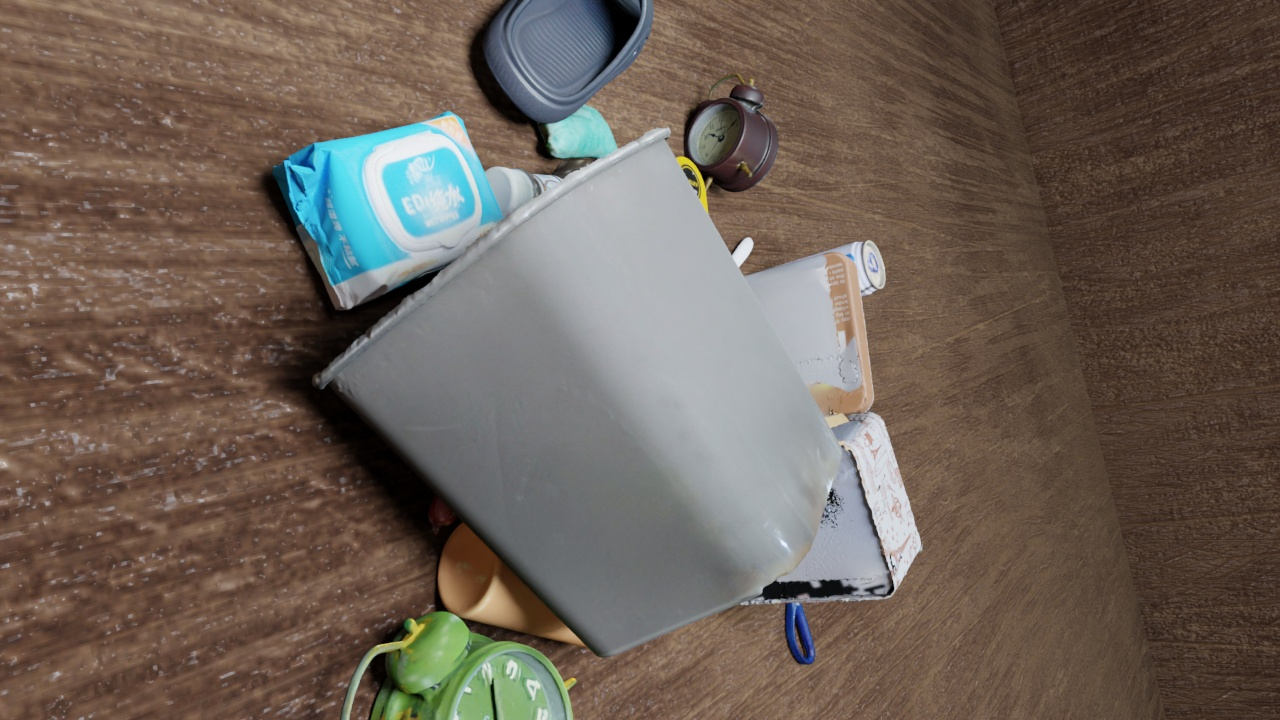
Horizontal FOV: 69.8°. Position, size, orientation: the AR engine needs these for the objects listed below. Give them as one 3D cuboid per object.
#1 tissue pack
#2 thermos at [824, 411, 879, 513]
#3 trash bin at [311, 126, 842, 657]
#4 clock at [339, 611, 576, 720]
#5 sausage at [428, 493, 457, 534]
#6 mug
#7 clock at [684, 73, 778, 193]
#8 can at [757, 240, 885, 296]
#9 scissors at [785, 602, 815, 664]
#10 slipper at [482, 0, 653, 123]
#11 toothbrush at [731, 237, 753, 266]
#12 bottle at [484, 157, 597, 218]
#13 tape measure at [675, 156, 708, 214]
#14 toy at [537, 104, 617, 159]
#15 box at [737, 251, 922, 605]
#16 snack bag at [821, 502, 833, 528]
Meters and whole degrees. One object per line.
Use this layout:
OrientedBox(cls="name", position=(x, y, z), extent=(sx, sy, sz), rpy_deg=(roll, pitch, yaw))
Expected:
OrientedBox(cls="tissue pack", position=(-0.142, -0.093, 0.547), extent=(0.139, 0.063, 0.090), rpy_deg=(-37, 108, -53))
OrientedBox(cls="thermos", position=(0.195, 0.095, 0.942), extent=(0.143, 0.093, 0.092), rpy_deg=(52, 40, -19))
OrientedBox(cls="trash bin", position=(-0.016, 0.020, 0.517), extent=(0.220, 0.200, 0.198), rpy_deg=(53, 31, -8))
OrientedBox(cls="clock", position=(-0.101, 0.205, 0.507), extent=(0.161, 0.056, 0.116), rpy_deg=(38, 48, -41))
OrientedBox(cls="sausage", position=(-0.105, 0.044, 0.591), extent=(0.020, 0.020, 0.155), rpy_deg=(46, 45, -36))
OrientedBox(cls="mug", position=(-0.060, 0.137, 0.575), extent=(0.122, 0.078, 0.078), rpy_deg=(25, 59, -44))
OrientedBox(cls="clock", position=(0.088, -0.224, 0.905), extent=(0.055, 0.082, 0.121), rpy_deg=(16, 68, -45))
OrientedBox(cls="can", position=(0.175, -0.079, 0.927), extent=(0.053, 0.135, 0.053), rpy_deg=(24, 59, -48))
OrientedBox(cls="scissors", position=(0.149, 0.213, 0.897), extent=(0.175, 0.012, 0.162), rpy_deg=(16, 65, -50))
OrientedBox(cls="slipper", position=(-0.033, -0.281, 0.733), extent=(0.110, 0.084, 0.267), rpy_deg=(48, 39, -21))
OrientedBox(cls="toothbrush", position=(0.083, -0.080, 0.903), extent=(0.016, 0.016, 0.179), rpy_deg=(63, 36, -21))
OrientedBox(cls="bottle", position=(-0.047, -0.113, 0.690), extent=(0.194, 0.044, 0.080), rpy_deg=(-3, 95, -59))
OrientedBox(cls="tape measure", position=(0.035, -0.158, 0.852), extent=(0.060, 0.029, 0.057), rpy_deg=(9, 72, -53))
OrientedBox(cls="toy", position=(-0.054, -0.188, 0.737), extent=(0.091, 0.030, 0.096), rpy_deg=(-24, 91, -57))
OrientedBox(cls="box", position=(0.109, 0.059, 0.751), extent=(0.106, 0.178, 0.272), rpy_deg=(-8, 86, -56))
OrientedBox(cls="snack bag", position=(0.137, 0.089, 0.865), extent=(0.038, 0.110, 0.191), rpy_deg=(-30, 105, -14))
